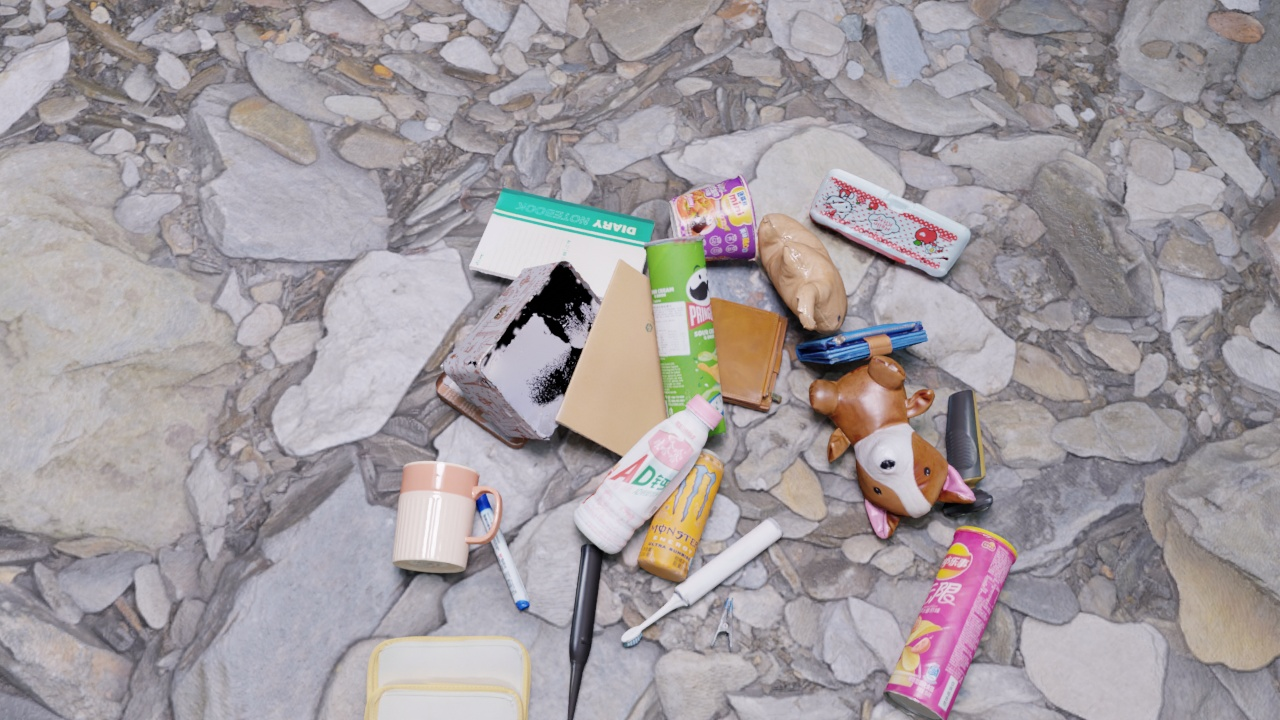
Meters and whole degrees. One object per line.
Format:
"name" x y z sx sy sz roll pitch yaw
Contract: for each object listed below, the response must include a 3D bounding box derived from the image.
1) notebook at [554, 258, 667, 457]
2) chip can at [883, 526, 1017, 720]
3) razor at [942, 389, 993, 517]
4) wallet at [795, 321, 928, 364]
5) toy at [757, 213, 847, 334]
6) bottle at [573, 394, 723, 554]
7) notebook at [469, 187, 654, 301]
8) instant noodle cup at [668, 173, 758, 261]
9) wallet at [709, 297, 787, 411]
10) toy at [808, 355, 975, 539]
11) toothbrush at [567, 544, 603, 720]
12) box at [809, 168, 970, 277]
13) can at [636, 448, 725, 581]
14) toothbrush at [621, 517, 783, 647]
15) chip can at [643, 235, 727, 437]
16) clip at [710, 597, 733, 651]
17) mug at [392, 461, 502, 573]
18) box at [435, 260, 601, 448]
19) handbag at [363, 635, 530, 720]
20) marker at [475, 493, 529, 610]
"notebook" -0.006 0.006 1.073 0.147 0.008 0.207 31 70 -31
"chip can" 0.340 0.288 1.007 0.071 0.071 0.210 31 67 8
"razor" 0.394 0.110 1.108 0.067 0.062 0.167 26 56 -27
"wallet" 0.270 -0.021 1.124 0.133 0.106 0.040 -13 94 -11
"toy" 0.202 -0.090 1.103 0.083 0.143 0.225 -39 28 16
"bottle" 0.013 0.123 1.015 0.068 0.068 0.197 43 91 13
"notebook" -0.096 -0.148 1.176 0.209 0.012 0.150 13 54 1
"instant noodle cup" 0.091 -0.174 1.174 0.099 0.112 0.111 -11 67 -3
"wallet" 0.128 -0.007 1.137 0.119 0.035 0.130 15 67 1
"toy" 0.287 0.096 1.064 0.140 0.130 0.199 -26 78 21
"toothbrush" -0.064 0.304 0.983 0.026 0.027 0.212 26 59 -37
"box" 0.329 -0.191 1.205 0.201 0.099 0.095 26 67 5
"can" 0.047 0.172 1.036 0.058 0.058 0.145 21 66 4
"toothbrush" 0.068 0.247 1.022 0.220 0.026 0.027 -33 35 -18
"chip can" 0.052 -0.024 1.069 0.072 0.072 0.236 -7 93 -9
"clip" 0.092 0.289 1.009 0.028 0.024 0.056 12 72 4
"mug" -0.207 0.171 0.994 0.114 0.082 0.105 0 67 7
"box" -0.139 -0.006 1.083 0.151 0.169 0.181 52 59 -28
"handbag" -0.196 0.369 0.926 0.163 0.063 0.178 1 69 -3
"marker" -0.156 0.208 1.022 0.017 0.017 0.145 -21 70 -15
